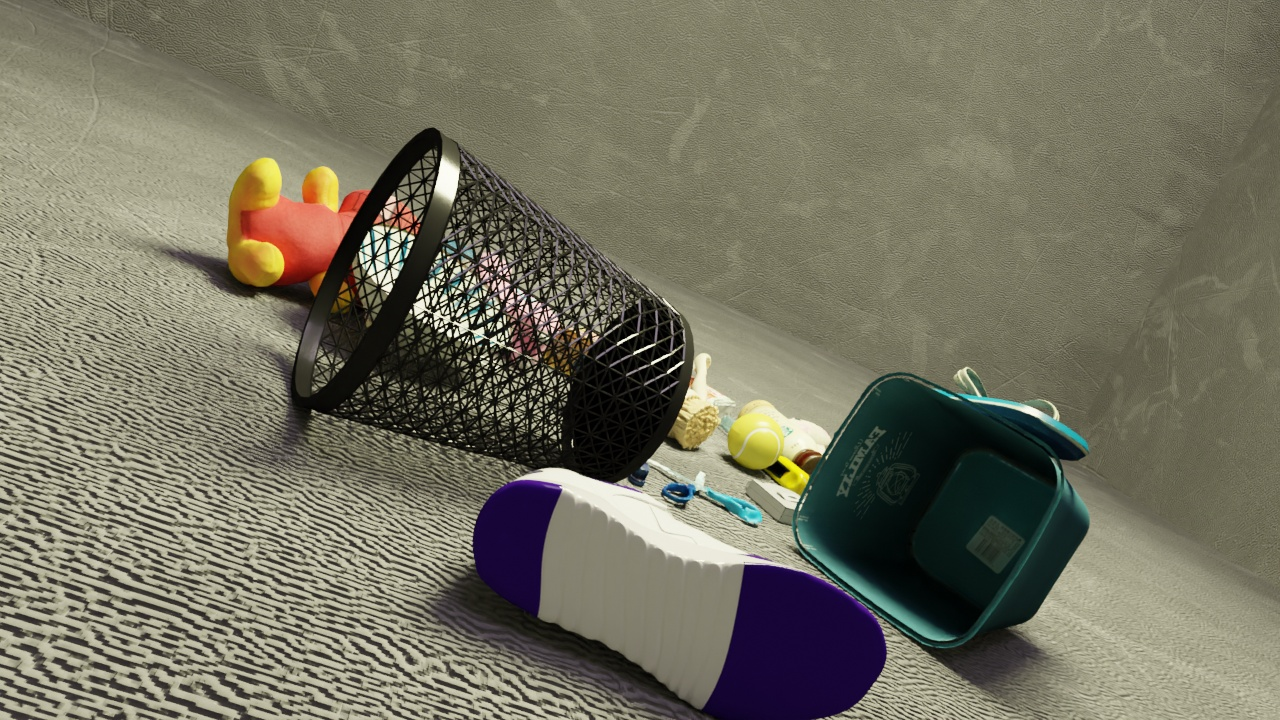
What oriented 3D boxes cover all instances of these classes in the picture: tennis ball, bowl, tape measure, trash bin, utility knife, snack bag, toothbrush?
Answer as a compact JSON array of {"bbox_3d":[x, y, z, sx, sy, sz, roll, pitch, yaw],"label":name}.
[{"bbox_3d":[0.133,0.093,1.058,0.065,0.065,0.065,24,10,-5],"label":"tennis ball"},{"bbox_3d":[-0.214,-0.048,0.880,0.177,0.071,0.177,36,19,-15],"label":"bowl"},{"bbox_3d":[0.148,0.147,0.947,0.062,0.020,0.060,18,12,-35],"label":"tape measure"},{"bbox_3d":[0.299,0.149,0.863,0.199,0.196,0.218,35,7,41],"label":"trash bin"},{"bbox_3d":[-0.103,-0.020,0.709,0.243,0.217,0.217,27,8,-30],"label":"trash bin"},{"bbox_3d":[0.143,0.109,1.116,0.020,0.029,0.203,26,7,-29],"label":"utility knife"},{"bbox_3d":[0.063,0.044,1.231,0.116,0.036,0.077,31,12,27],"label":"snack bag"},{"bbox_3d":[-0.002,0.085,0.910,0.016,0.017,0.190,25,10,-6],"label":"toothbrush"}]

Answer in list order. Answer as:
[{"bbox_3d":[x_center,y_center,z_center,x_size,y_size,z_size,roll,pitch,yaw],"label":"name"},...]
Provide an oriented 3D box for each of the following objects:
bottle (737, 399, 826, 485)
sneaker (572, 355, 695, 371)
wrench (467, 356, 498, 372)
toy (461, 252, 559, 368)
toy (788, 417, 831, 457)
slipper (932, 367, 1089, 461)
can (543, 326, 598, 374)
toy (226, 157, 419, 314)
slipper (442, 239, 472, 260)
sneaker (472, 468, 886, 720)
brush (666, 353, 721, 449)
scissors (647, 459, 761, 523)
[{"bbox_3d":[0.178,0.103,1.142,0.056,0.056,0.162,20,11,-25],"label":"bottle"},{"bbox_3d":[-0.006,0.006,1.019,0.079,0.088,0.235,59,21,1],"label":"sneaker"},{"bbox_3d":[-0.249,-0.049,1.025,0.273,0.009,0.047,32,12,33],"label":"wrench"},{"bbox_3d":[-0.155,-0.064,1.064,0.123,0.067,0.157,30,23,-23],"label":"toy"},{"bbox_3d":[0.228,0.110,1.272,0.087,0.050,0.112,18,7,-34],"label":"toy"},{"bbox_3d":[0.354,0.047,0.918,0.118,0.060,0.295,28,-2,-2],"label":"slipper"},{"bbox_3d":[-0.062,-0.005,1.105,0.100,0.054,0.059,26,13,23],"label":"can"},{"bbox_3d":[-0.307,-0.116,0.923,0.099,0.147,0.216,-3,-8,38],"label":"toy"},{"bbox_3d":[-0.257,-0.102,1.147,0.103,0.059,0.213,16,27,-24],"label":"slipper"},{"bbox_3d":[0.020,0.133,0.548,0.244,0.092,0.111,25,1,-4],"label":"sneaker"},{"bbox_3d":[0.067,0.038,1.120,0.077,0.062,0.271,31,18,1],"label":"brush"},{"bbox_3d":[0.054,0.122,0.870,0.127,0.014,0.133,30,12,25],"label":"scissors"}]
